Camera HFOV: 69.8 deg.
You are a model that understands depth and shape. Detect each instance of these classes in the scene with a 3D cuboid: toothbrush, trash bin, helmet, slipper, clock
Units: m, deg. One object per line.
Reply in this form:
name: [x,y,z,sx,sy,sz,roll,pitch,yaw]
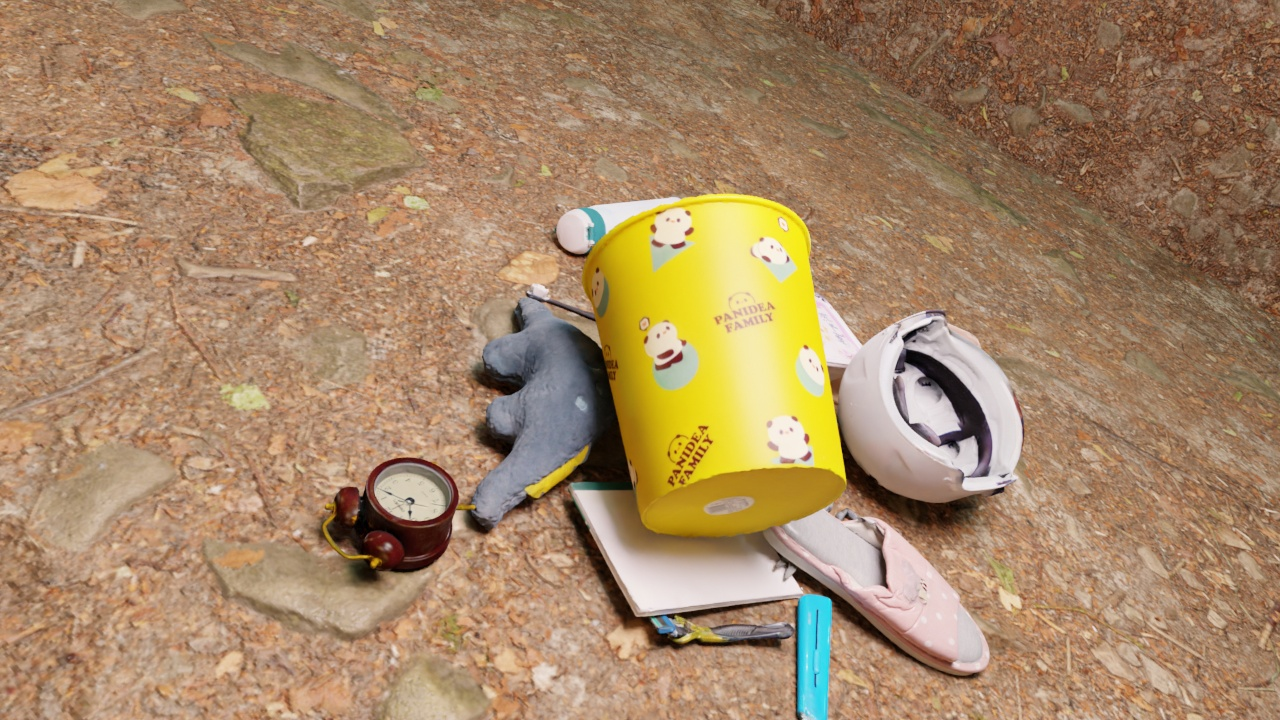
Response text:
toothbrush: [-0.054,-0.056,1.133,0.181,0.018,0.015,21,31,-11]
trash bin: [0.073,0.016,0.859,0.229,0.230,0.255,7,59,-28]
helmet: [0.332,0.070,1.099,0.258,0.146,0.229,-7,70,-46]
slipper: [0.241,0.213,0.919,0.274,0.055,0.113,36,35,1]
clock: [-0.199,0.127,0.743,0.082,0.055,0.121,43,38,23]

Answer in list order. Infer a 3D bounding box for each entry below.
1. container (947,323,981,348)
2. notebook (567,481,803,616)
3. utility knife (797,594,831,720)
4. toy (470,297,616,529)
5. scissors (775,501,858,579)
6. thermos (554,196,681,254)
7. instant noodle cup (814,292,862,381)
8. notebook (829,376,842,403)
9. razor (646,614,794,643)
container: [0.393,0.015,1.240,0.090,0.111,0.090,21,35,-10]
notebook: [0.046,0.172,0.875,0.208,0.012,0.150,6,37,-39]
utility knife: [0.153,0.285,0.809,0.034,0.018,0.202,24,35,-5]
toy: [-0.092,0.030,0.933,0.138,0.091,0.355,-5,36,0]
scissors: [0.175,0.178,0.966,0.173,0.014,0.142,10,38,-31]
thermos: [-0.023,-0.191,1.294,0.223,0.073,0.073,-16,52,-46]
instant noodle cup: [0.214,-0.030,1.192,0.173,0.060,0.138,7,44,-52]
notebook: [0.281,0.019,1.268,0.211,0.012,0.149,28,34,1]
razor: [0.072,0.239,0.810,0.142,0.022,0.043,9,8,-21]
